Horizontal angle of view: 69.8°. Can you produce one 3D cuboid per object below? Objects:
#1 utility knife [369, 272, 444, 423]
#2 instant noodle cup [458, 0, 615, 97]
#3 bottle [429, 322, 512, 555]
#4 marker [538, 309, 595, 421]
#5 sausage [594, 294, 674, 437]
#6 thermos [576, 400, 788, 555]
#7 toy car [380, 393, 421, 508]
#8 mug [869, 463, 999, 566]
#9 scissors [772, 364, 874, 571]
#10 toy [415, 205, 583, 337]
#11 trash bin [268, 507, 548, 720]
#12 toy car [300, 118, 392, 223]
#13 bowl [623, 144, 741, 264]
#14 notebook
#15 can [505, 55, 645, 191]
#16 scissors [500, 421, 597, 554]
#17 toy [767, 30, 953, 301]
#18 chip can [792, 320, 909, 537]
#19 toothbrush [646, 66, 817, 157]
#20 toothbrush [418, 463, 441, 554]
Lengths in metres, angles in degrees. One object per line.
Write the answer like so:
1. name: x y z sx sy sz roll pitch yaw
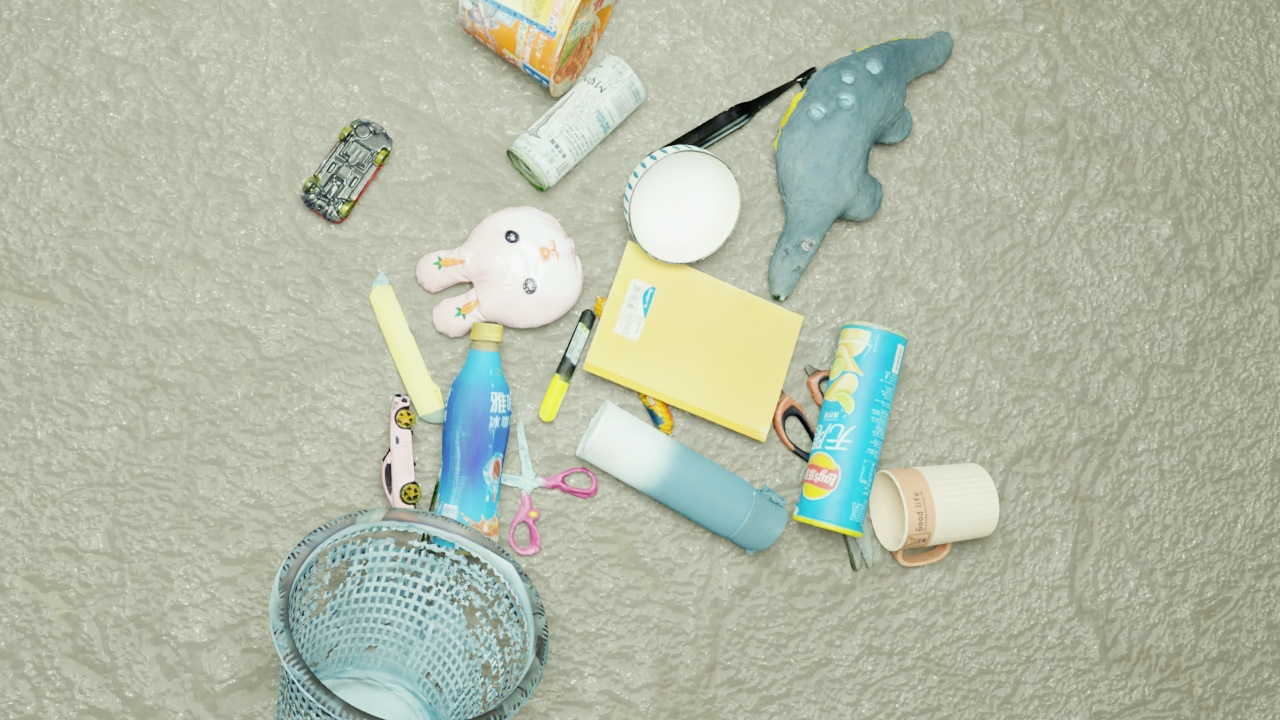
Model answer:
1. utility knife: -0.230 -0.011 0.904 0.031 0.018 0.162 -23 93 -14
2. instant noodle cup: -0.097 -0.348 0.882 0.111 0.151 0.151 28 83 1
3. bottle: -0.159 0.073 0.880 0.065 0.065 0.218 6 89 -10
4. marker: -0.074 0.004 0.932 0.018 0.015 0.124 24 81 -9
5. sausage: -0.006 0.005 0.939 0.021 0.021 0.165 -28 92 -10
6. thermos: 0.044 0.119 0.922 0.220 0.070 0.070 30 83 -7
7. toy car: -0.231 0.093 0.880 0.037 0.056 0.122 -3 87 -17
8. mug: 0.304 0.165 0.962 0.106 0.081 0.115 -5 115 -11
9. scissors: 0.195 0.119 0.973 0.193 0.015 0.206 22 84 -9
10. toy: -0.138 -0.083 0.908 0.159 0.054 0.121 -22 91 -2
11. trash bin: -0.218 0.273 0.787 0.226 0.226 0.196 24 121 -8
12. toy car: -0.284 -0.185 0.895 0.049 0.031 0.106 32 84 -8
13. bowl: 0.036 -0.162 0.922 0.116 0.066 0.117 -7 119 -13
14. notebook: 0.058 -0.019 0.941 0.206 0.010 0.145 22 76 -12
15. can: -0.063 -0.238 0.922 0.146 0.058 0.058 -44 95 -9
16. scissors: -0.105 0.126 0.921 0.135 0.017 0.133 -8 85 -6
17. toy: 0.212 -0.231 0.961 0.138 0.091 0.356 35 83 -35
18. chip can: 0.214 0.069 0.934 0.071 0.071 0.210 16 84 -9
19. toothbrush: 0.101 -0.256 0.968 0.212 0.026 0.027 -32 126 -11
20. toothbrush: -0.189 0.102 0.909 0.017 0.012 0.185 16 85 -15
